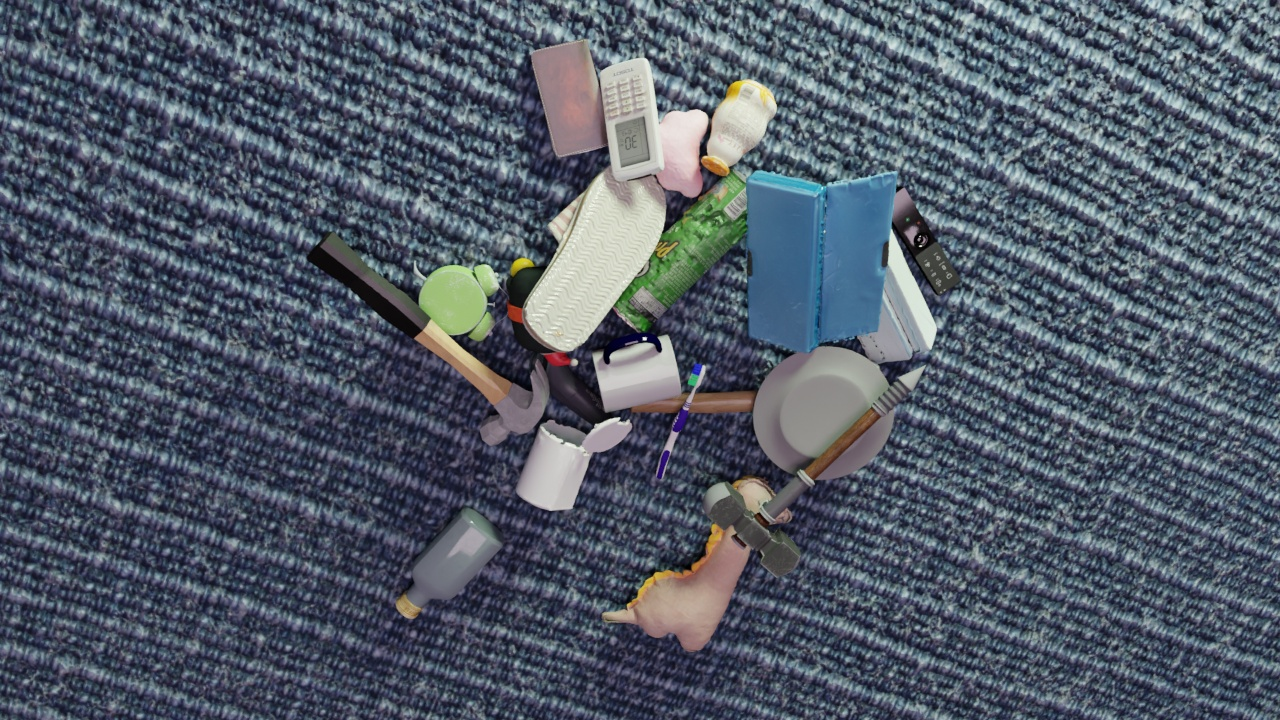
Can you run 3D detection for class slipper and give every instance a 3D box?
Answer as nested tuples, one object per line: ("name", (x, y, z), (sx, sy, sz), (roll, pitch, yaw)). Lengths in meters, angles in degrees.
("slipper", (-0.058, -0.122, 1.057), (0.115, 0.052, 0.262), (37, 63, -17))

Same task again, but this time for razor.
("razor", (-0.086, 0.036, 1.158), (0.052, 0.047, 0.143), (-36, 110, 30))

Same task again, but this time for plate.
("plate", (0.233, 0.070, 1.162), (0.178, 0.012, 0.178), (0, 106, 1))

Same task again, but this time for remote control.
("remote control", (0.354, -0.150, 1.163), (0.034, 0.013, 0.150), (-36, 106, 5))
("remote control", (-0.010, -0.276, 1.055), (0.060, 0.025, 0.138), (-10, 84, 21))

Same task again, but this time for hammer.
("hammer", (0.150, 0.052, 1.186), (0.328, 0.052, 0.098), (-2, 106, -2))
("hammer", (-0.245, -0.028, 1.081), (0.328, 0.039, 0.131), (42, 125, -20))
("hammer", (0.235, 0.121, 1.150), (0.156, 0.043, 0.323), (42, 101, -11))

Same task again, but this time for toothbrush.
("toothbrush", (0.048, 0.080, 1.170), (0.016, 0.015, 0.187), (18, 122, -2))

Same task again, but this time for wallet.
("wallet", (-0.080, -0.305, 1.072), (0.072, 0.019, 0.123), (-15, 107, -2))

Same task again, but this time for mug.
("mug", (-0.007, 0.007, 1.126), (0.097, 0.078, 0.112), (-13, 143, -2))

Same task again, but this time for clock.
("clock", (-0.219, -0.072, 1.113), (0.119, 0.042, 0.094), (5, 106, -8))

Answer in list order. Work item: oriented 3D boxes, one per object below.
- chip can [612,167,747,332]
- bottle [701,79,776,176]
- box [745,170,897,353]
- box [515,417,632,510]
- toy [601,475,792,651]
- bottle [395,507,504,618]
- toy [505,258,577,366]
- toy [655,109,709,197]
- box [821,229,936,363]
("chip can", (0.056, -0.133, 1.107), (0.223, 0.075, 0.075), (-44, 105, 6))
("bottle", (0.111, -0.270, 1.070), (0.063, 0.063, 0.108), (31, 85, -13))
("box", (0.205, -0.110, 1.072), (0.173, 0.066, 0.232), (2, 131, 10))
("box", (-0.083, 0.120, 1.149), (0.084, 0.119, 0.160), (8, 106, -47))
("toy", (0.080, 0.266, 1.227), (0.196, 0.065, 0.264), (18, 102, -16))
("bottle", (-0.257, 0.272, 1.203), (0.072, 0.046, 0.161), (41, 98, -15))
("toy", (-0.114, -0.055, 1.097), (0.097, 0.099, 0.119), (4, 104, -8))
("toy", (0.034, -0.246, 1.084), (0.093, 0.050, 0.102), (1, 96, -4))
("box", (0.289, -0.089, 1.158), (0.096, 0.085, 0.199), (-21, 108, 32))
